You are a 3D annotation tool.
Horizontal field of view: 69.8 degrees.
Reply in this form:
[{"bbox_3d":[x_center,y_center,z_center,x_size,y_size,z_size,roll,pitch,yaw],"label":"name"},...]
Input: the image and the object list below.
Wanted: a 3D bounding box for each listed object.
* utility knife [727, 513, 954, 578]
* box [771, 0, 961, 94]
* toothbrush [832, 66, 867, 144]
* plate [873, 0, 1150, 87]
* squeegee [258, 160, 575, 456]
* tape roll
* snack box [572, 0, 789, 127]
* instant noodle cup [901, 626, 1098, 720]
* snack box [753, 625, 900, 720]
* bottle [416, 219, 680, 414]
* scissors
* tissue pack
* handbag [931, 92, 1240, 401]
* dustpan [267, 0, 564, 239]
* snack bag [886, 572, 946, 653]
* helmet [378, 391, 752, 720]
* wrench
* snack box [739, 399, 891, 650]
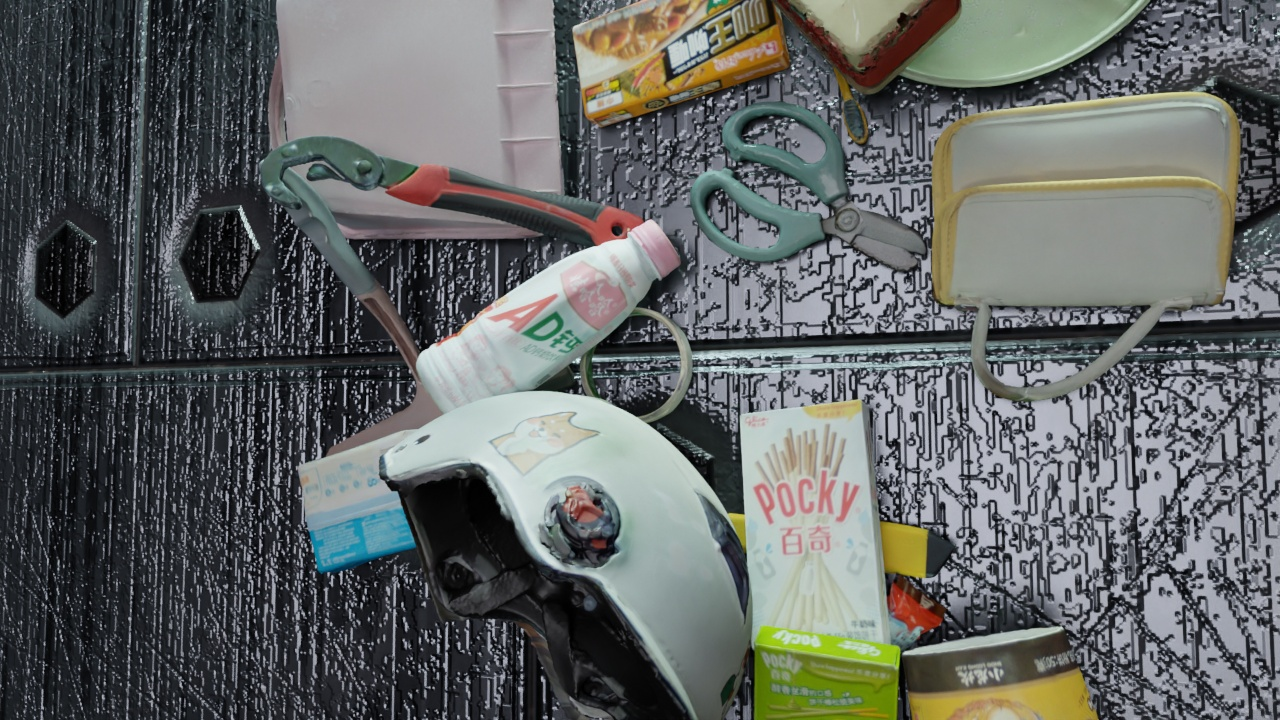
[{"bbox_3d":[0.110,0.119,0.620,0.196,0.015,0.033,3,81,24],"label":"utility knife"},{"bbox_3d":[0.116,-0.260,0.578,0.091,0.080,0.168,-41,72,14],"label":"box"},{"bbox_3d":[0.125,-0.238,0.635,0.016,0.018,0.191,-18,80,19],"label":"toothbrush"},{"bbox_3d":[0.226,-0.286,0.591,0.231,0.027,0.230,-2,85,23],"label":"plate"},{"bbox_3d":[-0.210,-0.047,0.709,0.248,0.040,0.250,-21,114,20],"label":"squeegee"},{"bbox_3d":[-0.004,0.004,0.675,0.086,0.014,0.085,-1,86,22],"label":"tape roll"},{"bbox_3d":[0.027,-0.230,0.670,0.154,0.026,0.075,-12,82,21],"label":"snack box"},{"bbox_3d":[0.209,0.218,0.523,0.119,0.118,0.114,-17,72,20],"label":"instant noodle cup"},{"bbox_3d":[0.113,0.242,0.562,0.086,0.026,0.156,3,105,19],"label":"snack box"},{"bbox_3d":[-0.062,-0.029,0.654,0.197,0.068,0.068,-34,74,-1],"label":"bottle"},{"bbox_3d":[0.125,-0.126,0.629,0.186,0.019,0.132,11,91,21],"label":"scissors"},{"bbox_3d":[-0.200,0.110,0.722,0.140,0.063,0.090,-18,80,19],"label":"tissue pack"},{"bbox_3d":[0.259,-0.063,0.549,0.164,0.063,0.178,1,91,24],"label":"handbag"},{"bbox_3d":[-0.188,-0.208,0.746,0.273,0.139,0.222,0,95,-1],"label":"dustpan"},{"bbox_3d":[0.146,0.185,0.593,0.048,0.026,0.104,39,106,-9],"label":"snack bag"},{"bbox_3d":[-0.030,0.118,0.590,0.274,0.230,0.156,27,55,27],"label":"helmet"},{"bbox_3d":[-0.130,-0.117,0.663,0.273,0.016,0.056,9,79,-9],"label":"wrench"},{"bbox_3d":[0.111,0.107,0.595,0.085,0.027,0.156,-10,71,25],"label":"snack box"}]
